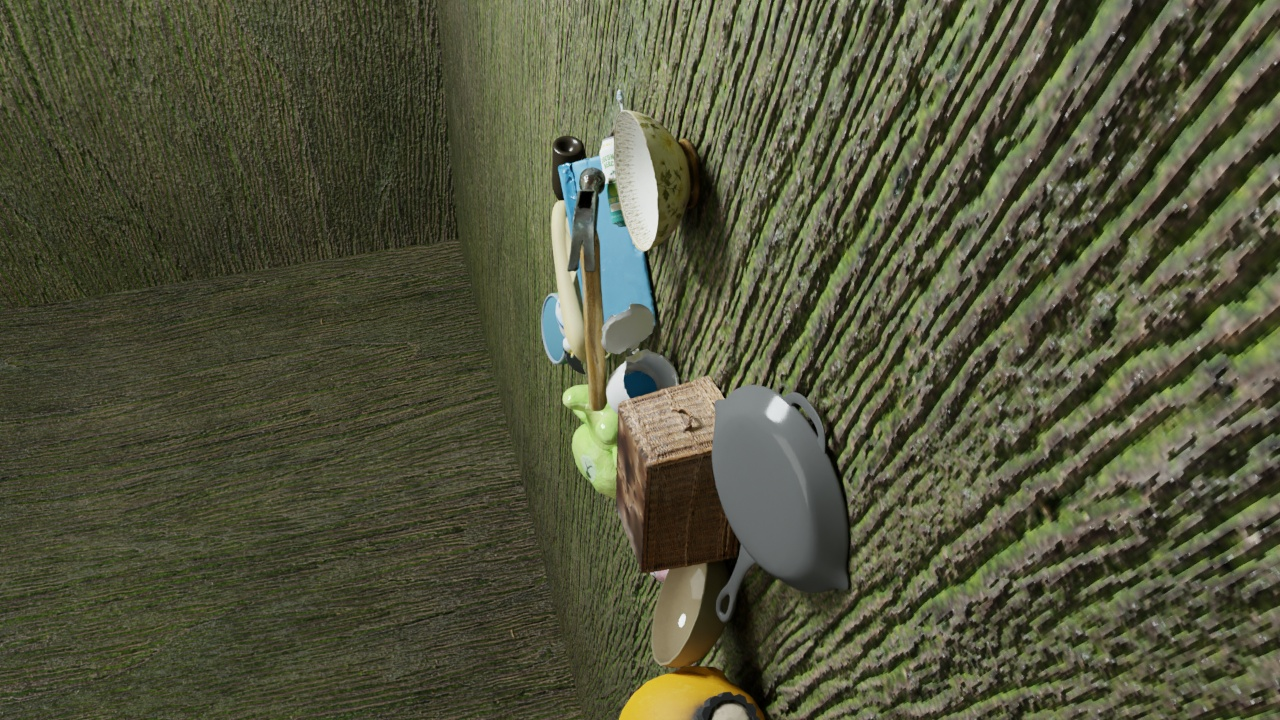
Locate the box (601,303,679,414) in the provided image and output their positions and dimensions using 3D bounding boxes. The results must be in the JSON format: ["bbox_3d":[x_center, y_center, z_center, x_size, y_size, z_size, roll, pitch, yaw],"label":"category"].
[{"bbox_3d":[-0.008,0.005,1.141,0.136,0.084,0.147,68,164,4],"label":"box"}]

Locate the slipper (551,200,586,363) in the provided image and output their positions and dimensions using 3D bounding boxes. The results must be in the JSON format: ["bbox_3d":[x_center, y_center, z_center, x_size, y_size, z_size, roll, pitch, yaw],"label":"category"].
[{"bbox_3d":[-0.071,-0.118,1.316,0.111,0.079,0.261,58,-158,-59],"label":"slipper"}]

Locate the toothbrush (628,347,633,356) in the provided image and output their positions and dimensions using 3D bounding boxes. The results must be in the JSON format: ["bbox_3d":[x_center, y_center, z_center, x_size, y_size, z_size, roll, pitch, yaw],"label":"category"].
[{"bbox_3d":[-0.020,-0.055,1.309,0.013,0.013,0.167,-144,42,-70],"label":"toothbrush"}]

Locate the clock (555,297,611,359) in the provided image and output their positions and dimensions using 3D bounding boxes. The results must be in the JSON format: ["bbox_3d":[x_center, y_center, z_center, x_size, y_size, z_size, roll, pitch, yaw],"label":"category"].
[{"bbox_3d":[-0.080,-0.054,1.385,0.052,0.088,0.125,96,160,-65],"label":"clock"}]

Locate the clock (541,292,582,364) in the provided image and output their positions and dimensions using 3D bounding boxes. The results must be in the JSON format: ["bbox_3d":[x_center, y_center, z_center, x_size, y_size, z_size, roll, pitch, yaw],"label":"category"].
[{"bbox_3d":[-0.110,-0.064,1.540,0.162,0.075,0.121,129,130,-56],"label":"clock"}]

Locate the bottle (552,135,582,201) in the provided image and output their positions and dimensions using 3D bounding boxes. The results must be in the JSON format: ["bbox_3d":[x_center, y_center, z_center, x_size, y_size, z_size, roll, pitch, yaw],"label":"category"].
[{"bbox_3d":[-0.117,-0.268,1.444,0.185,0.045,0.045,99,156,-54],"label":"bottle"}]

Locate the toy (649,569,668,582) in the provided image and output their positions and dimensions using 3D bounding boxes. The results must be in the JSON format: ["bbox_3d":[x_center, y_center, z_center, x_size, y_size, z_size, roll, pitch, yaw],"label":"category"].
[{"bbox_3d":[0.038,0.275,1.263,0.096,0.052,0.099,36,140,52],"label":"toy"}]

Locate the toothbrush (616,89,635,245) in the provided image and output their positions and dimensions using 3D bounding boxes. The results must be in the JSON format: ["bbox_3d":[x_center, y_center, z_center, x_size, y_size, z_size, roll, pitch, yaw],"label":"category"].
[{"bbox_3d":[-0.011,-0.233,1.115,0.024,0.022,0.186,-51,-45,-69],"label":"toothbrush"}]

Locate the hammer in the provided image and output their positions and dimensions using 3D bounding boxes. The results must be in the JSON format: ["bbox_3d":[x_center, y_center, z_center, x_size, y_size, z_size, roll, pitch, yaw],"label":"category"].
[{"bbox_3d":[-0.058,-0.059,1.118,0.132,0.033,0.331,-86,-4,-45],"label":"hammer"}]

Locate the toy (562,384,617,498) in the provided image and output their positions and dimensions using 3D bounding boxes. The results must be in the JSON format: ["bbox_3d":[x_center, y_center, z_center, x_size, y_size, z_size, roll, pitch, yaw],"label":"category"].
[{"bbox_3d":[-0.048,0.125,1.398,0.150,0.107,0.197,41,156,31],"label":"toy"}]

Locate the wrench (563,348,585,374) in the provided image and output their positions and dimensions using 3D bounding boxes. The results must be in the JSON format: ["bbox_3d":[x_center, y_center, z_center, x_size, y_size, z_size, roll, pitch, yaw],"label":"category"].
[{"bbox_3d":[-0.088,-0.110,1.440,0.018,0.073,0.273,-137,44,-67],"label":"wrench"}]

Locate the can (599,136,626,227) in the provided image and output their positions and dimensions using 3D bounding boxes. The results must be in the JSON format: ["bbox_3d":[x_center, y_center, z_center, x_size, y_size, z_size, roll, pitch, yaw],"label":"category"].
[{"bbox_3d":[-0.014,-0.210,1.075,0.055,0.055,0.101,-167,66,-75],"label":"can"}]

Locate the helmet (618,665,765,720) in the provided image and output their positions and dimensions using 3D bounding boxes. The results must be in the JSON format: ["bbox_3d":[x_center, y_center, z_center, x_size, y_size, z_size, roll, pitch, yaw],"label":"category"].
[{"bbox_3d":[0.064,0.422,1.054,0.256,0.205,0.131,119,164,-61],"label":"helmet"}]

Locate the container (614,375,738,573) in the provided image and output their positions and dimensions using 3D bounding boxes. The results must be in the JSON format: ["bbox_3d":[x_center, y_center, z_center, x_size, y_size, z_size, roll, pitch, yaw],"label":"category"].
[{"bbox_3d":[0.041,0.130,1.009,0.113,0.112,0.199,-117,22,-47],"label":"container"}]

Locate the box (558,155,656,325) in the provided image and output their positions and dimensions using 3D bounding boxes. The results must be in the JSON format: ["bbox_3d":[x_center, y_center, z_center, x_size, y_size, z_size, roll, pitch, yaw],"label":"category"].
[{"bbox_3d":[-0.024,-0.154,1.209,0.094,0.112,0.231,-13,-85,-59],"label":"box"}]

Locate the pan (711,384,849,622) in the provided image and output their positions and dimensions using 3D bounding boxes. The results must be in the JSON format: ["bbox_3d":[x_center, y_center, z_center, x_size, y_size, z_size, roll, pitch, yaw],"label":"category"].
[{"bbox_3d":[0.105,0.160,0.869,0.216,0.024,0.355,56,151,34],"label":"pan"}]

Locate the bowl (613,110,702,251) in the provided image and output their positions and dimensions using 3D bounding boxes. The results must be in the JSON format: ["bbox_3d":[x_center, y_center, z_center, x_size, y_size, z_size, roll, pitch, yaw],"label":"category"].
[{"bbox_3d":[0.021,-0.187,0.937,0.145,0.063,0.145,167,90,-76],"label":"bowl"}]

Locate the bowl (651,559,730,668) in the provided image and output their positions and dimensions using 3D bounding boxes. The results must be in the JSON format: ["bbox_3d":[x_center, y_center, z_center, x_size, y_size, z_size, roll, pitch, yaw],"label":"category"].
[{"bbox_3d":[0.067,0.292,1.087,0.152,0.050,0.152,-160,91,-78],"label":"bowl"}]
